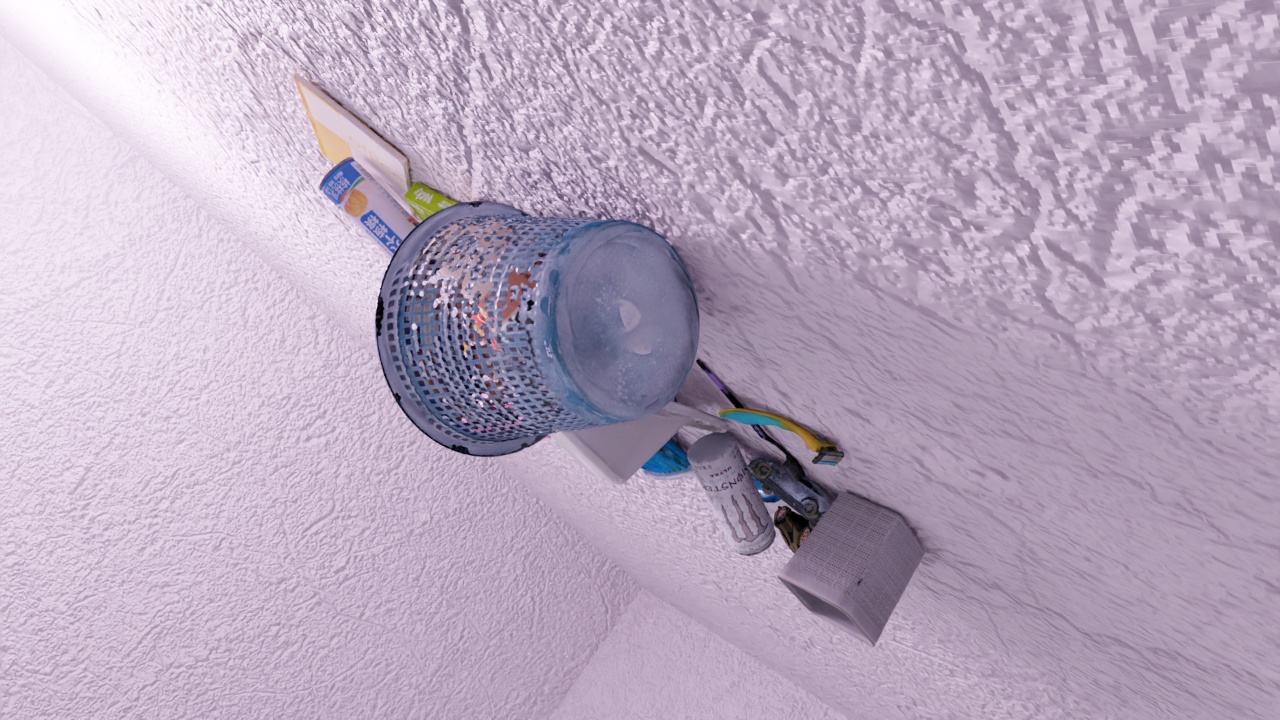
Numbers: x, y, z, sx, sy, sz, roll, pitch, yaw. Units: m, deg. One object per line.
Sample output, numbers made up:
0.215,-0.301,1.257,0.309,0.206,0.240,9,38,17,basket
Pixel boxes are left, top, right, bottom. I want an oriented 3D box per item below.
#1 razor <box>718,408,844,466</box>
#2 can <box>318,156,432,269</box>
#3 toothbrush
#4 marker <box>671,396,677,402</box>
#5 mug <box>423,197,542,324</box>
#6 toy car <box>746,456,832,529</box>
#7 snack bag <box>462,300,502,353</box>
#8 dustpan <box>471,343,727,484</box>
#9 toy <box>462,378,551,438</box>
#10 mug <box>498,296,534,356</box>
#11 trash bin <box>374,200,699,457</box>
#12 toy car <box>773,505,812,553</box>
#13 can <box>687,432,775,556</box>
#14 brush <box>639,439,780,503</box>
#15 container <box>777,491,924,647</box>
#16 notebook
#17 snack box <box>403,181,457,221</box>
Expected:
0.129,0.066,0.875,0.133,0.028,0.043,22,-171,39,razor
-0.298,-0.165,1.046,0.134,0.053,0.053,45,164,-6,can
0.112,0.064,0.931,0.189,0.016,0.014,47,163,-25,toothbrush
-0.006,0.006,1.025,0.146,0.016,0.017,46,163,-27,marker
-0.153,-0.105,0.938,0.106,0.082,0.114,43,-166,-12,mug
0.168,0.143,0.997,0.121,0.036,0.054,34,169,30,toy car
-0.182,-0.028,1.181,0.128,0.073,0.208,54,166,-16,snack bag
-0.043,0.034,0.998,0.258,0.142,0.223,45,169,-5,dustpan
-0.141,0.048,1.240,0.195,0.178,0.075,-4,122,22,toy
-0.118,-0.043,1.028,0.112,0.082,0.106,69,163,-6,mug
-0.068,-0.028,0.746,0.195,0.226,0.226,0,141,47,trash bin
0.198,0.209,1.059,0.070,0.042,0.158,29,-176,-10,toy car
0.107,0.154,1.058,0.058,0.058,0.147,16,138,54,can
0.060,0.133,1.195,0.109,0.060,0.315,37,164,-20,brush
0.216,0.205,0.919,0.090,0.114,0.090,21,158,48,container
-0.318,-0.232,1.043,0.146,0.010,0.206,38,165,-3,notebook
-0.198,-0.131,1.039,0.086,0.026,0.156,29,163,31,snack box
